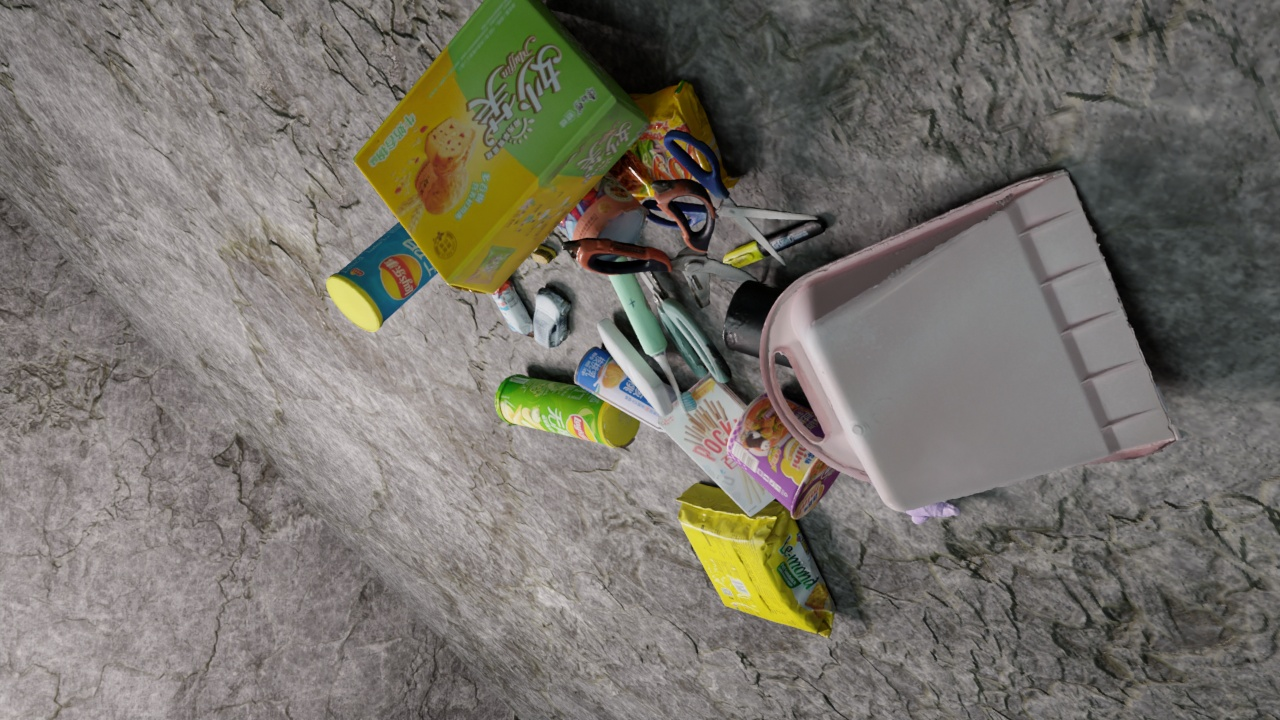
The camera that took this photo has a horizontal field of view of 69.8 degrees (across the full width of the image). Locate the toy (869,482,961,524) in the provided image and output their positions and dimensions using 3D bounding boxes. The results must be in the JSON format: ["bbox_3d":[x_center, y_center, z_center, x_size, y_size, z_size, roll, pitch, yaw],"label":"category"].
[{"bbox_3d":[0.261,0.124,0.924,0.108,0.038,0.084,38,158,3],"label":"toy"}]

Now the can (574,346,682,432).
[{"bbox_3d":[-0.010,0.036,1.091,0.134,0.053,0.053,28,147,20],"label":"can"}]

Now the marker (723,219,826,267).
[{"bbox_3d":[0.117,-0.103,0.817,0.018,0.015,0.124,47,147,-18],"label":"marker"}]

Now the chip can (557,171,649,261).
[{"bbox_3d":[-0.085,-0.181,0.830,0.214,0.071,0.071,48,152,18],"label":"chip can"}]

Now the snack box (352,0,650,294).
[{"bbox_3d":[-0.120,-0.183,0.767,0.157,0.210,0.070,51,-163,18],"label":"snack box"}]

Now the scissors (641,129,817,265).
[{"bbox_3d":[0.065,-0.131,0.777,0.163,0.012,0.173,-4,144,48],"label":"scissors"}]

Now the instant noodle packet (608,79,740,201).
[{"bbox_3d":[0.015,-0.186,0.797,0.129,0.044,0.111,6,139,43],"label":"instant noodle packet"}]

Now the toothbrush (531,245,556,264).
[{"bbox_3d":[-0.177,-0.146,1.079,0.190,0.016,0.016,22,144,28],"label":"toothbrush"}]

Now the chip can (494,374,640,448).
[{"bbox_3d":[-0.101,0.064,1.208,0.222,0.072,0.072,8,136,42],"label":"chip can"}]

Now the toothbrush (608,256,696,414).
[{"bbox_3d":[0.005,-0.039,0.971,0.027,0.026,0.224,-22,107,12],"label":"toothbrush"}]

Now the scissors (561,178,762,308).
[{"bbox_3d":[0.033,-0.093,0.789,0.189,0.226,0.015,129,135,-55],"label":"scissors"}]

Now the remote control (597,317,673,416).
[{"bbox_3d":[-0.006,0.006,1.029,0.136,0.020,0.056,50,167,40],"label":"remote control"}]

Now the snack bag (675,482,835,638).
[{"bbox_3d":[0.148,0.265,1.198,0.158,0.068,0.246,7,137,43],"label":"snack bag"}]

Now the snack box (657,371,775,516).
[{"bbox_3d":[0.102,0.095,1.029,0.157,0.026,0.085,45,111,-8],"label":"snack box"}]

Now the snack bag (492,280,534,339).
[{"bbox_3d":[-0.163,-0.067,1.155,0.048,0.026,0.104,23,146,47],"label":"snack bag"}]

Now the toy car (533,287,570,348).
[{"bbox_3d":[-0.111,-0.051,1.113,0.043,0.034,0.091,35,147,16],"label":"toy car"}]

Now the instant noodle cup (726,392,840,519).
[{"bbox_3d":[0.151,0.090,0.945,0.099,0.111,0.112,35,150,28],"label":"instant noodle cup"}]

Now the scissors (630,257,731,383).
[{"bbox_3d":[0.046,-0.029,0.919,0.170,0.019,0.181,61,174,-34],"label":"scissors"}]

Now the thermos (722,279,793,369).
[{"bbox_3d":[0.197,-0.002,0.806,0.243,0.068,0.090,20,165,25],"label":"thermos"}]

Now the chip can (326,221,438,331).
[{"bbox_3d":[-0.234,-0.123,0.983,0.071,0.209,0.071,28,146,20],"label":"chip can"}]

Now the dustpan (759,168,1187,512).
[{"bbox_3d":[0.229,-0.004,0.723,0.274,0.138,0.222,-23,101,12],"label":"dustpan"}]
